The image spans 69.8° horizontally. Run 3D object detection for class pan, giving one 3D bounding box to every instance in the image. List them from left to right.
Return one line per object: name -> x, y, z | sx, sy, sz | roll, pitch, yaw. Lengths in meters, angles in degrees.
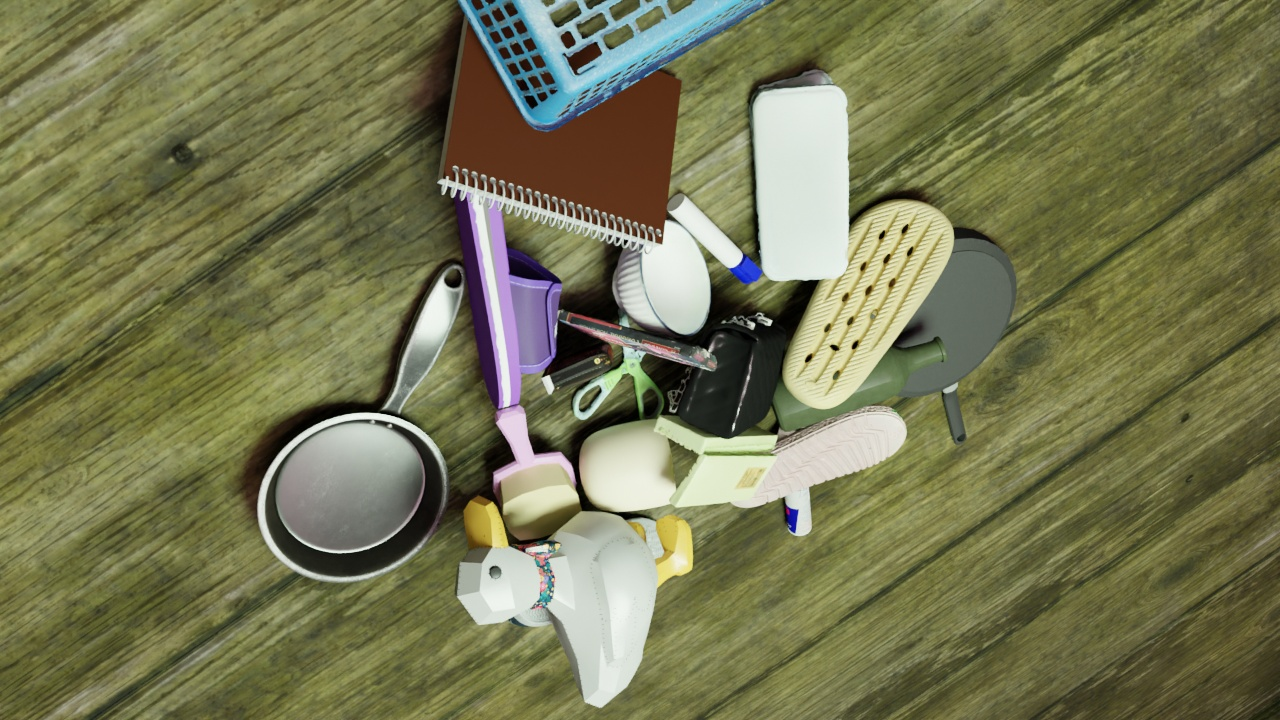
pan -> -0.255, 0.063, 0.920 | 0.187, 0.055, 0.357 | 19, 99, -32
pan -> 0.389, -0.006, 1.171 | 0.225, 0.034, 0.356 | -30, 127, -3

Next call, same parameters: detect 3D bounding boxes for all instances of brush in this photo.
brush -> -0.116, 0.123, 0.973 | 0.089, 0.043, 0.229 | -16, 147, -6

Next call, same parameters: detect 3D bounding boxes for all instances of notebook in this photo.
notebook -> -0.063, -0.198, 0.797 | 0.209, 0.022, 0.171 | 13, 79, -30

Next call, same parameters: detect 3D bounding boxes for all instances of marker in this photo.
marker -> 0.078, -0.126, 0.959 | 0.133, 0.027, 0.023 | 38, 80, -37

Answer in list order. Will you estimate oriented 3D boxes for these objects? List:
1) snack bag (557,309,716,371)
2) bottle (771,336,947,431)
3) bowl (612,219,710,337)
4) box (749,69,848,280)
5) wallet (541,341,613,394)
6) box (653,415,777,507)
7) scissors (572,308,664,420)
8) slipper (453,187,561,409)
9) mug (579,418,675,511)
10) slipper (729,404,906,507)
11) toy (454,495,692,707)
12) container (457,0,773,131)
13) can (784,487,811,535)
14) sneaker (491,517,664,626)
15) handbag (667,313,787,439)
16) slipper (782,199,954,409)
snack bag -> -0.002, -0.021, 0.913 | 0.074, 0.155, 0.018 | 28, 80, -64
bottle -> 0.253, 0.020, 1.074 | 0.207, 0.071, 0.071 | -19, 128, 5
bowl -> 0.013, -0.077, 0.926 | 0.062, 0.117, 0.118 | -10, 139, 37
box -> 0.164, -0.177, 0.933 | 0.122, 0.083, 0.216 | -23, 127, -13
wallet -> -0.062, 0.006, 0.922 | 0.072, 0.123, 0.019 | -24, 97, 0
box -> 0.079, 0.102, 1.029 | 0.091, 0.083, 0.187 | -55, 151, 14
scissors -> -0.016, 0.006, 1.010 | 0.159, 0.024, 0.171 | -17, 122, -6
slipper -> -0.114, -0.078, 0.861 | 0.084, 0.107, 0.267 | -13, 120, -16
mug -> -0.018, 0.128, 1.040 | 0.099, 0.096, 0.120 | -9, 139, -6
slipper -> 0.208, 0.107, 1.146 | 0.240, 0.064, 0.094 | -26, 127, 15
toy -> -0.068, 0.240, 0.968 | 0.266, 0.141, 0.246 | -14, 86, -42
container -> 0.019, -0.368, 0.697 | 0.362, 0.089, 0.257 | -32, 114, -5
can -> 0.208, 0.189, 1.215 | 0.032, 0.032, 0.095 | -20, 126, -12
sneaker -> -0.069, 0.261, 1.107 | 0.235, 0.089, 0.088 | -15, 167, -33
handbag -> 0.089, 0.005, 0.993 | 0.153, 0.115, 0.125 | -9, 120, -65
slipper -> 0.247, -0.063, 1.031 | 0.111, 0.079, 0.261 | 32, 86, 9
